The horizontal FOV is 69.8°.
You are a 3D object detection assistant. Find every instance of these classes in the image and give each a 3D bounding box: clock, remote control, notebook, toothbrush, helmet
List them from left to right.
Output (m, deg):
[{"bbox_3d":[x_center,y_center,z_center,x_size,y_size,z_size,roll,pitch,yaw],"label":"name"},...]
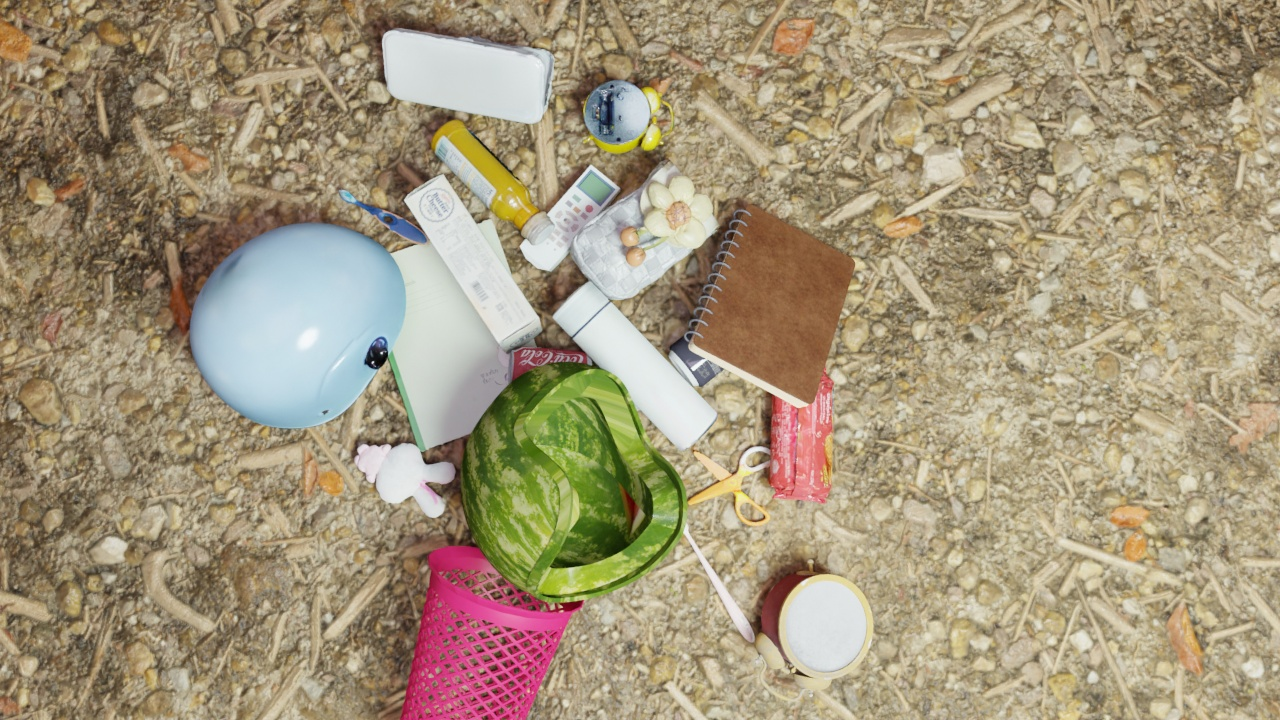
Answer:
[{"bbox_3d":[-0.406,-0.054,1.082,0.225,0.167,0.265,34,78,11],"label":"helmet"},{"bbox_3d":[-0.325,-0.182,1.160,0.135,0.017,0.021,30,83,8],"label":"toothbrush"},{"bbox_3d":[-0.232,-0.033,1.155,0.182,0.010,0.252,-19,85,-2],"label":"notebook"},{"bbox_3d":[-0.091,0.135,1.032,0.244,0.212,0.247,-49,50,35],"label":"helmet"},{"bbox_3d":[-0.090,-0.176,1.161,0.049,0.024,0.143,40,87,7],"label":"remote control"},{"bbox_3d":[-0.016,-0.305,1.156,0.119,0.057,0.083,-1,84,0],"label":"clock"},{"bbox_3d":[0.091,0.268,1.127,0.015,0.018,0.181,-31,87,-2],"label":"toothbrush"},{"bbox_3d":[0.158,-0.071,1.099,0.167,0.024,0.224,27,59,-6],"label":"notebook"},{"bbox_3d":[0.195,0.324,1.088,0.117,0.081,0.158,34,76,-8],"label":"clock"}]

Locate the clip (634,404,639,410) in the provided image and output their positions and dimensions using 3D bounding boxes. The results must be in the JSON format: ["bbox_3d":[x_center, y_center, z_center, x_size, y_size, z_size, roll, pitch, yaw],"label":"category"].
[{"bbox_3d":[-0.044,0.052,1.145,0.101,0.038,0.054,-24,109,-3],"label":"clip"}]

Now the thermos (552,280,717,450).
[{"bbox_3d":[-0.007,0.006,1.112,0.068,0.068,0.230,-45,93,-4],"label":"thermos"}]

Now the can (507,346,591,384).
[{"bbox_3d":[-0.111,0.012,1.121,0.096,0.054,0.054,5,85,-13],"label":"can"}]

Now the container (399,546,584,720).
[{"bbox_3d":[-0.187,0.354,1.050,0.183,0.183,0.226,18,93,1],"label":"container"}]

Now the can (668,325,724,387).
[{"bbox_3d":[0.099,-0.026,1.128,0.127,0.064,0.064,-38,86,-3],"label":"can"}]

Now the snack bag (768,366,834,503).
[{"bbox_3d":[0.194,0.084,1.111,0.082,0.082,0.176,2,85,0],"label":"snack bag"}]

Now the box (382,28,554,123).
[{"bbox_3d":[-0.215,-0.373,1.177,0.216,0.109,0.108,13,128,3],"label":"box"}]

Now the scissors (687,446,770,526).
[{"bbox_3d":[0.119,0.148,1.140,0.125,0.011,0.129,39,84,2],"label":"scissors"}]

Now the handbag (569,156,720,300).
[{"bbox_3d":[0.004,-0.152,1.111,0.171,0.123,0.112,-38,101,-3],"label":"handbag"}]

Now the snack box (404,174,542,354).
[{"bbox_3d":[-0.198,-0.112,1.105,0.057,0.104,0.208,-33,86,-6],"label":"snack box"}]

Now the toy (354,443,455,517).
[{"bbox_3d":[-0.291,0.139,1.127,0.125,0.037,0.076,21,91,3],"label":"toy"}]

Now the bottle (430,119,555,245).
[{"bbox_3d":[-0.181,-0.219,1.140,0.053,0.053,0.186,-44,79,-4],"label":"bottle"}]
